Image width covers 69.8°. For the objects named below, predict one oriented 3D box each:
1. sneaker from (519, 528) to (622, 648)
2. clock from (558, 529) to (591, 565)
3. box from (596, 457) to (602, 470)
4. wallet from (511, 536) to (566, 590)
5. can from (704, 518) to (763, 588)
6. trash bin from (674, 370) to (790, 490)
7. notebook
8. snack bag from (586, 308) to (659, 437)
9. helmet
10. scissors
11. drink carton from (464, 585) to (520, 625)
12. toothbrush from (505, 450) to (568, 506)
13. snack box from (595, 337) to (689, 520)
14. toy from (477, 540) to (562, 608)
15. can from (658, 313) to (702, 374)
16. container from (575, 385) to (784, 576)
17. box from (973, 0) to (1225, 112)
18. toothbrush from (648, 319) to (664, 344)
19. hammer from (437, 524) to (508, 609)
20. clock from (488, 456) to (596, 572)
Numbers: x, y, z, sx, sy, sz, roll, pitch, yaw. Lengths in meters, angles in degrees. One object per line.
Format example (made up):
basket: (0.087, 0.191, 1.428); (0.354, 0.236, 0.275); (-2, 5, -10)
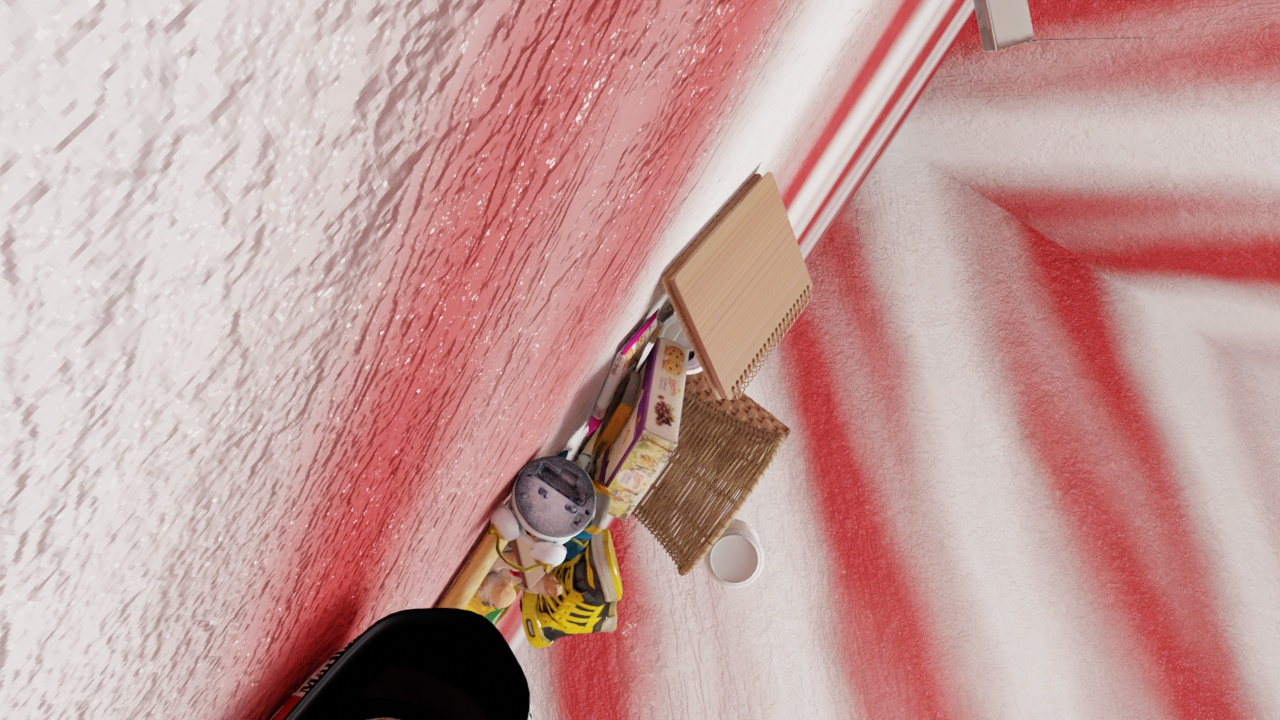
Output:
sneaker: (-0.089, 0.282, 1.129); (0.122, 0.086, 0.239); (-9, 145, -10)
clock: (-0.108, 0.269, 1.233); (0.162, 0.117, 0.060); (77, 5, -54)
box: (-0.064, 0.171, 1.308); (0.198, 0.070, 0.085); (-49, 152, -45)
wallet: (-0.116, 0.197, 1.032); (0.013, 0.087, 0.120); (-12, -175, 16)
can: (0.127, 0.262, 1.261); (0.078, 0.078, 0.136); (-55, 175, 0)
trash bin: (0.101, 0.092, 1.375); (0.151, 0.210, 0.151); (-53, 173, -10)
notebook: (0.115, -0.079, 0.992); (0.209, 0.022, 0.169); (-49, 127, -35)
snack bag: (-0.021, 0.018, 1.024); (0.070, 0.016, 0.197); (-51, 172, -34)
helmet: (-0.191, 0.328, 0.643); (0.270, 0.197, 0.225); (-60, 177, -37)
scissors: (-0.045, 0.106, 0.993); (0.225, 0.016, 0.226); (-137, -112, -77)
drink carton: (-0.200, 0.317, 1.135); (0.122, 0.041, 0.058); (-43, 166, -55)
toothbrush: (-0.106, 0.129, 0.980); (0.022, 0.017, 0.134); (-60, 171, 30)
snack box: (0.001, 0.073, 0.992); (0.143, 0.040, 0.148); (-80, -165, -46)
toy: (-0.155, 0.252, 1.075); (0.106, 0.085, 0.074); (-35, -140, 17)
can: (0.059, -0.025, 1.084); (0.072, 0.072, 0.128); (-56, 178, 8)
container: (0.043, 0.132, 1.204); (0.226, 0.196, 0.227); (-53, 175, -7)
box: (0.652, -0.492, 1.416); (0.150, 0.412, 0.166); (-54, 180, 23)
toothbrush: (-0.006, 0.006, 1.073); (0.015, 0.015, 0.185); (-57, 177, -36)
hammer: (-0.221, 0.295, 0.948); (0.331, 0.033, 0.132); (-56, 171, 10)
clock: (-0.095, 0.149, 0.888); (0.117, 0.083, 0.057); (-55, 180, -35)
